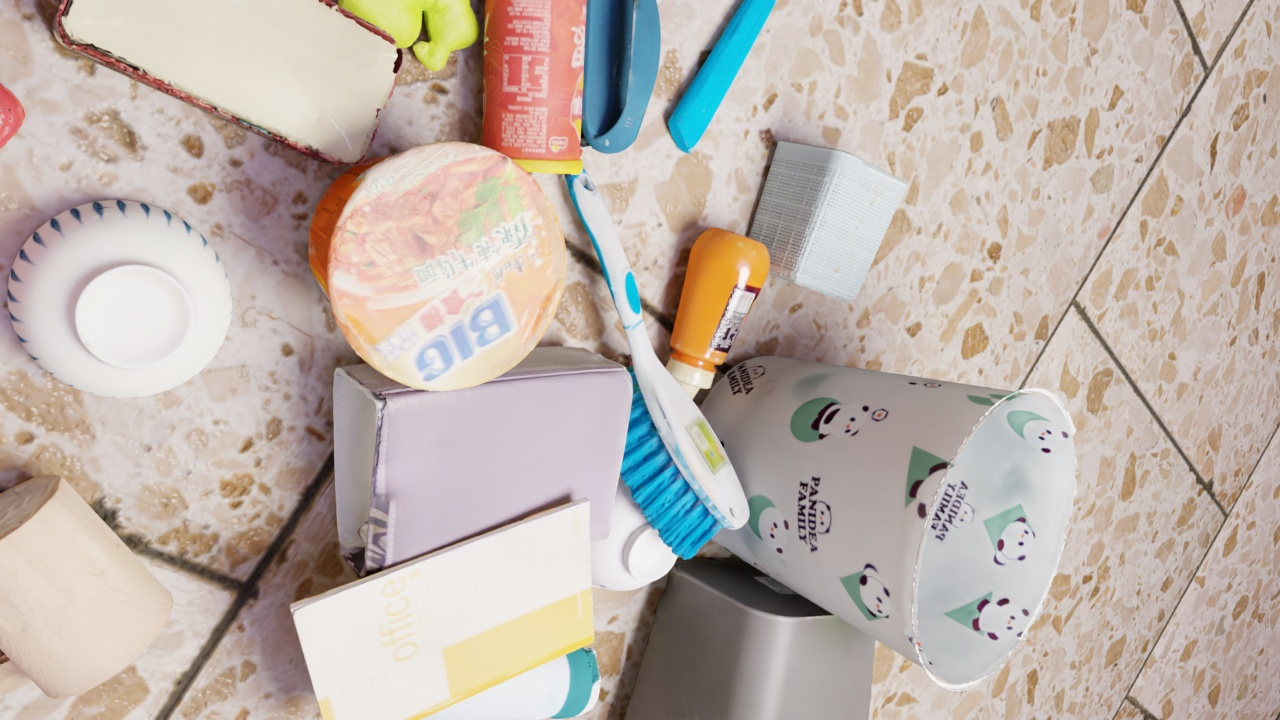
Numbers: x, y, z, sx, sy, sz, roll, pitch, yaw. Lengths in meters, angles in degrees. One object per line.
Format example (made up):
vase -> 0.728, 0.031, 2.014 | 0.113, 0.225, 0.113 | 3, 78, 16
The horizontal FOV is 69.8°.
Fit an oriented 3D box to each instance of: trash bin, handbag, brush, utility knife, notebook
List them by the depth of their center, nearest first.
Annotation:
notebook -> -0.126, 0.185, 0.642 | 0.205, 0.010, 0.146 | -17, 124, -25
brush -> -0.016, -0.219, 0.648 | 0.055, 0.073, 0.144 | -7, 108, -37
handbag -> -0.112, 0.069, 0.657 | 0.196, 0.098, 0.145 | -5, 105, -36
brush -> -0.004, 0.004, 0.720 | 0.060, 0.110, 0.314 | -31, 91, -48
utility knife -> 0.075, -0.252, 0.732 | 0.034, 0.018, 0.185 | 35, 84, -47
trash bin -> 0.184, 0.109, 0.759 | 0.229, 0.252, 0.230 | -12, 109, -40
trash bin -> 0.100, 0.306, 0.828 | 0.198, 0.199, 0.220 | 9, 93, -37

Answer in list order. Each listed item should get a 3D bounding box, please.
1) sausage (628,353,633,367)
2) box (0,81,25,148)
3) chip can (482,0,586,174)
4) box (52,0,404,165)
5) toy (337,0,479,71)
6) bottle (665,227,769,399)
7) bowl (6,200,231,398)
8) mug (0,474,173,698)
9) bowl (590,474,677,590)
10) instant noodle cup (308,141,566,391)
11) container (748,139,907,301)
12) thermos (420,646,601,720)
sausage -> 0.030, 0.047, 0.797 | 0.020, 0.020, 0.156 | -44, 124, -15
box -> -0.410, -0.081, 0.457 | 0.201, 0.047, 0.087 | -52, 124, -9
chip can -> -0.070, -0.235, 0.609 | 0.073, 0.073, 0.217 | -7, 109, -32
box -> -0.227, -0.178, 0.519 | 0.168, 0.077, 0.091 | 21, 92, -36
toy -> -0.150, -0.233, 0.581 | 0.100, 0.031, 0.097 | -15, 115, -30
bottle -> 0.056, -0.033, 0.761 | 0.066, 0.067, 0.149 | 14, 98, -36
bowl -> -0.294, -0.031, 0.528 | 0.116, 0.066, 0.116 | -11, 110, -31
mug -> -0.361, 0.138, 0.538 | 0.125, 0.084, 0.103 | -23, 118, 3
bowl -> -0.005, 0.151, 0.778 | 0.118, 0.065, 0.118 | -11, 111, -31
instant noodle cup -> -0.139, -0.067, 0.590 | 0.151, 0.111, 0.151 | -11, 110, -31
container -> 0.152, -0.118, 0.784 | 0.089, 0.090, 0.111 | 15, 99, -35
thermos -> -0.133, 0.253, 0.727 | 0.224, 0.073, 0.073 | 16, 95, -36
